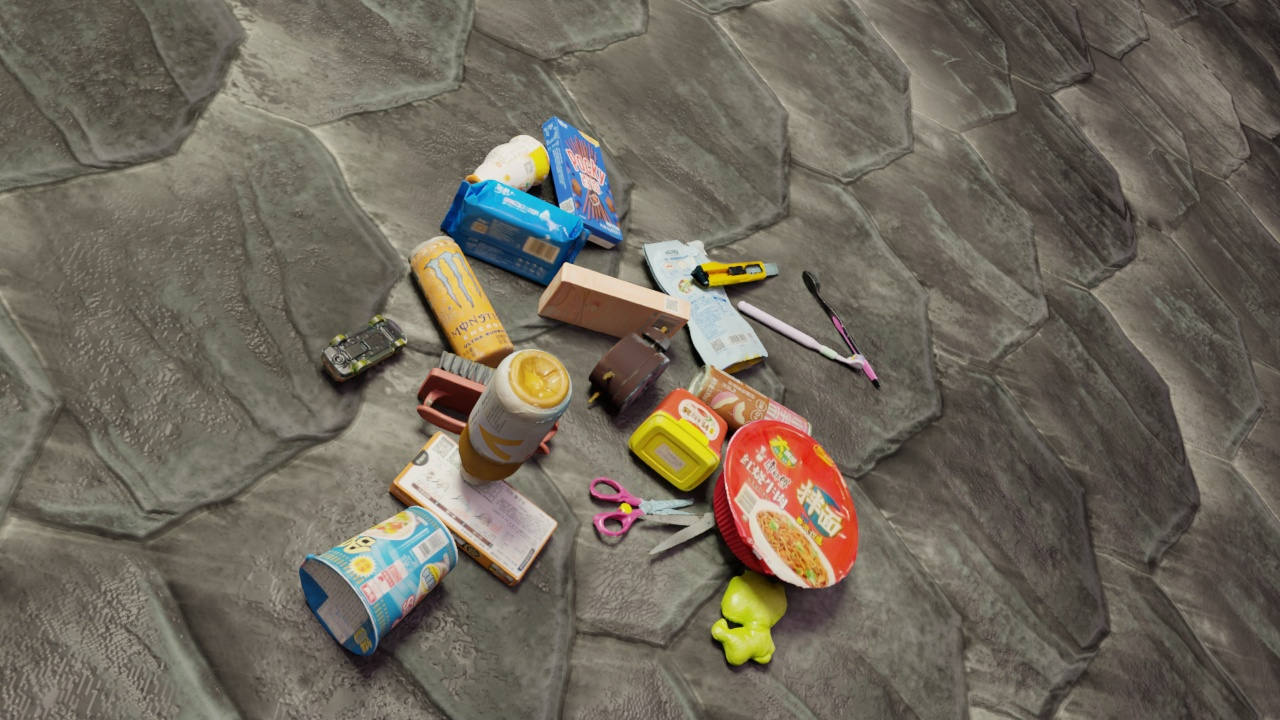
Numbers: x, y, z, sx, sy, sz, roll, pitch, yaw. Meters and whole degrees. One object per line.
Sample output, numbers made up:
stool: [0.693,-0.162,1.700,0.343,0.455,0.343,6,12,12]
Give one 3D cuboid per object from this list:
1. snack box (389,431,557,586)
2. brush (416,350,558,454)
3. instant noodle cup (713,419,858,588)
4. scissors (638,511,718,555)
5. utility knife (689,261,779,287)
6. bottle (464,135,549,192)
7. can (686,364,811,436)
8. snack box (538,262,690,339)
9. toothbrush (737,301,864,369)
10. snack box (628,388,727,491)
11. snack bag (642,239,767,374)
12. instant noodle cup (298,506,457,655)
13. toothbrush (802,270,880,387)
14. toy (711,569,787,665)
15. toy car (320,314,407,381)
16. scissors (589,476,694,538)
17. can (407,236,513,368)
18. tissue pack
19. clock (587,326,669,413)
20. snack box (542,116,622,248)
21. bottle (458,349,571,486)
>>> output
snack box: [-0.162,0.144,0.898,0.153,0.026,0.075,39,51,-3]
brush: [-0.152,0.050,0.937,0.145,0.063,0.069,21,58,-18]
instant noodle cup: [0.148,0.163,1.006,0.193,0.066,0.193,22,50,-29]
scissors: [0.079,0.176,1.012,0.159,0.014,0.170,35,51,-8]
utility knife: [0.129,-0.116,1.186,0.192,0.015,0.033,-12,70,-49]
bottle: [-0.159,-0.223,1.088,0.063,0.063,0.108,47,52,3]
can: [0.126,0.062,1.078,0.147,0.058,0.057,30,53,-10]
snack box: [-0.030,-0.060,1.050,0.157,0.085,0.026,17,60,-19]
toothbrush: [0.210,-0.034,1.204,0.189,0.029,0.021,25,91,-12]
snack box: [0.045,0.085,1.015,0.091,0.082,0.079,39,38,-4]
snack bag: [0.080,-0.072,1.145,0.110,0.039,0.191,-19,71,-36]
instant noodle cup: [-0.223,0.184,0.805,0.099,0.099,0.109,50,46,6]
toothbrush: [0.275,-0.044,1.249,0.017,0.014,0.189,-17,72,-47]
toy: [0.116,0.269,0.970,0.096,0.031,0.100,4,61,-24]
toy car: [-0.277,-0.012,0.922,0.042,0.035,0.090,49,46,3]
scissors: [0.003,0.150,0.992,0.137,0.017,0.077,-3,57,-34]
can: [-0.192,-0.058,0.979,0.058,0.058,0.146,-21,74,-35]
tissue pack: [-0.142,-0.148,1.036,0.157,0.095,0.052,21,54,-14]
clock: [-0.006,0.006,1.027,0.055,0.082,0.121,42,54,8]
snack box: [-0.072,-0.220,1.137,0.084,0.026,0.157,18,52,-50]
bottle: [-0.121,0.060,0.829,0.068,0.190,0.067,14,55,-20]
